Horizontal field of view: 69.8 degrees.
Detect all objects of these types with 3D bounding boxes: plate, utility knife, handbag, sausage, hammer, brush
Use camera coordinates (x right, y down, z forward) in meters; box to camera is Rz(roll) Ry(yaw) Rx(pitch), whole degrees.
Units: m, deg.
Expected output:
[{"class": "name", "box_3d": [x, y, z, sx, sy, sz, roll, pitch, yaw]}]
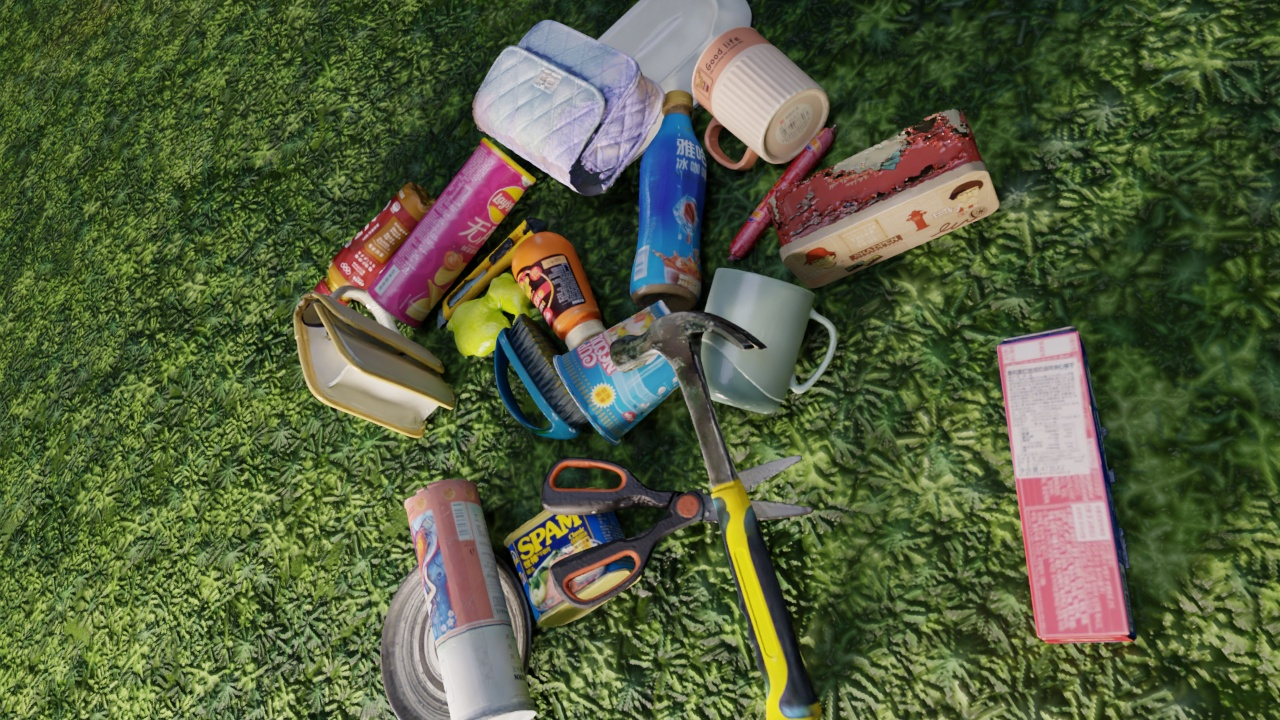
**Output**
[{"class": "plate", "box_3d": [-0.007, -0.302, 0.958, 0.266, 0.034, 0.162, -38, 57, 14]}, {"class": "utility knife", "box_3d": [-0.165, -0.095, 0.988, 0.168, 0.015, 0.033, -42, 54, 11]}, {"class": "handbag", "box_3d": [-0.077, -0.255, 0.908, 0.194, 0.075, 0.134, 38, 95, 40]}, {"class": "sausage", "box_3d": [0.128, -0.152, 0.833, 0.020, 0.020, 0.156, 41, 95, 35]}, {"class": "hammer", "box_3d": [0.073, 0.115, 0.702, 0.126, 0.031, 0.323, -24, 79, 36]}, {"class": "handbag", "box_3d": [-0.274, -0.020, 0.937, 0.063, 0.163, 0.178, -37, 57, 12]}, {"class": "plate", "box_3d": [-0.170, 0.262, 0.856, 0.180, 0.024, 0.179, -10, 69, 28]}, {"class": "brush", "box_3d": [-0.100, 0.022, 0.882, 0.073, 0.055, 0.144, -43, 57, 10]}]

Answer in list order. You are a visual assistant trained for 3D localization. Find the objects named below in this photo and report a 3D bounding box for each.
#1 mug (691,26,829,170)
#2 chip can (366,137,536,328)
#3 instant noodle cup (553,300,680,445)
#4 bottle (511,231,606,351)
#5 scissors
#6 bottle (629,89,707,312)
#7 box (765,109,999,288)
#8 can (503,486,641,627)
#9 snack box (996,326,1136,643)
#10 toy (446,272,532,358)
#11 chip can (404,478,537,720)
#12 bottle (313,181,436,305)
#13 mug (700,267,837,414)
[{"class": "mug", "box_3d": [0.103, -0.230, 0.846, 0.106, 0.081, 0.115, 52, 128, 32]}, {"class": "chip can", "box_3d": [-0.206, -0.136, 0.995, 0.210, 0.071, 0.071, -50, 55, 6]}, {"class": "instant noodle cup", "box_3d": [-0.005, 0.005, 0.815, 0.110, 0.099, 0.099, -36, 58, 5]}, {"class": "bottle", "box_3d": [-0.072, -0.056, 0.895, 0.067, 0.066, 0.149, -37, 65, 14]}, {"class": "scissors", "box_3d": [0.022, 0.135, 0.752, 0.227, 0.022, 0.197, 18, 73, 15]}, {"class": "bottle", "box_3d": [0.029, -0.154, 0.865, 0.065, 0.065, 0.218, -7, 68, 29]}, {"class": "box", "box_3d": [0.191, -0.134, 0.744, 0.169, 0.091, 0.076, -24, 65, 22]}, {"class": "can", "box_3d": [-0.059, 0.173, 0.802, 0.102, 0.057, 0.083, -36, 60, 15]}, {"class": "snack box", "box_3d": [0.290, 0.084, 0.627, 0.058, 0.057, 0.207, -12, 67, 30]}, {"class": "toy", "box_3d": [-0.155, -0.045, 0.955, 0.097, 0.031, 0.100, 27, 87, 33]}, {"class": "chip can", "box_3d": [-0.152, 0.213, 0.805, 0.071, 0.071, 0.214, -31, 60, 18]}, {"class": "bottle", "box_3d": [-0.304, -0.127, 1.057, 0.175, 0.057, 0.057, -42, 57, 12]}, {"class": "mug", "box_3d": [0.103, -0.011, 0.758, 0.112, 0.082, 0.106, 15, 90, 5]}]
